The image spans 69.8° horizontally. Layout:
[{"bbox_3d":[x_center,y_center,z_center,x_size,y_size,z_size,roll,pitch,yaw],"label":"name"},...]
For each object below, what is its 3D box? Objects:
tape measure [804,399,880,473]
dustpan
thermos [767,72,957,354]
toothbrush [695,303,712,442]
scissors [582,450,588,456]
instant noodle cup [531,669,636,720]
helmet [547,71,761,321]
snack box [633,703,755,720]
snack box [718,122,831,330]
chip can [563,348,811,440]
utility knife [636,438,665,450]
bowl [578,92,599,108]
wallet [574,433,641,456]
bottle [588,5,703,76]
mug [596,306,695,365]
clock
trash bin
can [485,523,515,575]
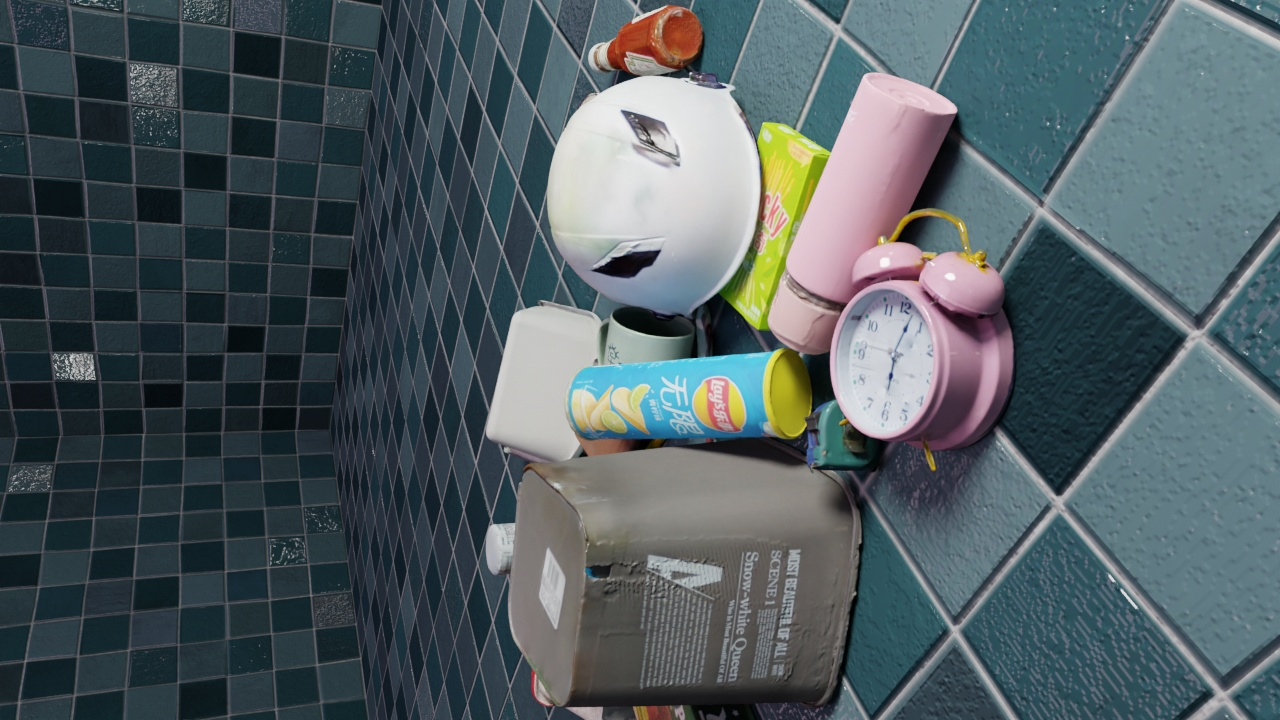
[{"bbox_3d":[0.147,0.054,0.661,0.025,0.058,0.054,158,114,-63],"label":"tape measure"},{"bbox_3d":[-0.108,0.035,1.200,0.257,0.142,0.222,30,-107,-87],"label":"dustpan"},{"bbox_3d":[0.151,-0.101,0.657,0.087,0.067,0.199,-71,-1,-55],"label":"thermos"},{"bbox_3d":[0.067,0.038,0.877,0.017,0.016,0.187,-10,81,56],"label":"toothbrush"},{"bbox_3d":[-0.089,0.108,1.168,0.197,0.015,0.214,-112,35,-43],"label":"scissors"},{"bbox_3d":[-0.046,0.336,1.010,0.124,0.116,0.117,16,105,52],"label":"instant noodle cup"},{"bbox_3d":[-0.006,-0.157,0.847,0.258,0.145,0.229,-133,51,-64],"label":"helmet"},{"bbox_3d":[0.053,0.347,0.846,0.239,0.063,0.115,-113,35,-40],"label":"snack box"},{"bbox_3d":[0.110,-0.112,0.774,0.085,0.026,0.157,54,136,51],"label":"snack box"},{"bbox_3d":[0.035,0.033,0.778,0.211,0.071,0.071,-5,84,38],"label":"chip can"},{"bbox_3d":[0.011,0.088,0.991,0.219,0.015,0.033,123,140,-48],"label":"utility knife"},{"bbox_3d":[-0.030,-0.234,1.021,0.117,0.066,0.116,180,90,-65],"label":"bowl"},{"bbox_3d":[-0.027,0.068,1.011,0.101,0.032,0.124,-62,27,10],"label":"wallet"},{"bbox_3d":[-0.003,-0.333,0.979,0.206,0.059,0.060,-156,69,-63],"label":"bottle"},{"bbox_3d":[-0.005,0.005,0.903,0.112,0.082,0.106,30,121,40],"label":"mug"},{"bbox_3d":[0.179,-0.018,0.592,0.117,0.059,0.158,30,114,60],"label":"clock"},{"bbox_3d":[0.025,0.167,0.731,0.199,0.219,0.199,24,110,62],"label":"trash bin"},{"bbox_3d":[-0.105,0.218,1.080,0.058,0.146,0.058,-2,88,64],"label":"can"}]
